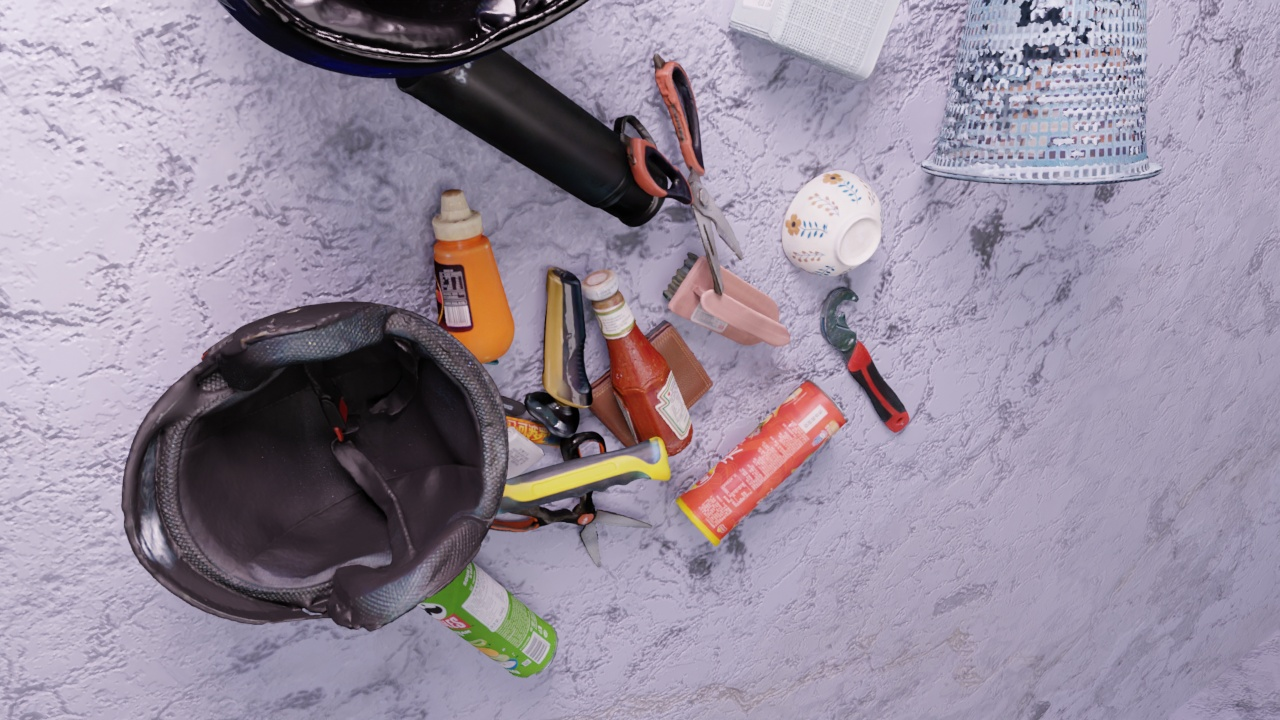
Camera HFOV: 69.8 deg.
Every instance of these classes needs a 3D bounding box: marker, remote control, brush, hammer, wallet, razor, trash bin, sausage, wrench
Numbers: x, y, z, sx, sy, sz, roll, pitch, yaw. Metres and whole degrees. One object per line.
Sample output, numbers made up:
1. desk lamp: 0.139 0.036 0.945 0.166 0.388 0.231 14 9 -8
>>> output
1. marker: -0.159 0.033 0.872 0.123 0.015 0.018 22 110 -41
2. remote control: -0.156 0.116 0.905 0.125 0.024 0.049 -38 133 10
3. brush: 0.094 -0.052 0.936 0.145 0.073 0.063 25 103 -41
4. hammer: -0.130 0.127 0.863 0.323 0.032 0.126 -14 92 -11
5. wallet: 0.007 0.028 0.962 0.124 0.032 0.101 -41 128 -3
6. razor: -0.078 -0.008 0.877 0.067 0.062 0.168 4 115 2
7. trash bin: 0.400 -0.285 0.904 0.226 0.227 0.195 -11 110 -26
8. sausage: -0.133 0.065 0.904 0.165 0.021 0.021 15 109 -37
9. wrench: 0.279 0.010 1.125 0.056 0.016 0.273 -40 130 -3

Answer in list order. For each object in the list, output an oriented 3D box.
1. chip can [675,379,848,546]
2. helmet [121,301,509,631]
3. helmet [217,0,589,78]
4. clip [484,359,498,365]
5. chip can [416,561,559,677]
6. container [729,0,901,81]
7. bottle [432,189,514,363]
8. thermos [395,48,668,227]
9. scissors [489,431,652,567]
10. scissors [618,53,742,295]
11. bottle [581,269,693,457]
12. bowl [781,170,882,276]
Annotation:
1. chip can: 0.141 0.118 1.072 0.216 0.073 0.073 -43 131 -1
2. helmet: -0.239 0.075 0.712 0.274 0.230 0.233 -22 98 -9
3. helmet: -0.119 -0.309 0.526 0.315 0.240 0.247 -28 129 0
4. clip: -0.154 -0.010 0.850 0.055 0.013 0.038 1 117 -34
5. chip can: -0.175 0.258 0.965 0.072 0.072 0.236 -40 131 -4
6. container: 0.149 -0.308 0.800 0.111 0.090 0.090 6 114 -31
7. bottle: -0.149 -0.073 0.785 0.066 0.067 0.150 -17 119 -22
8. thermos: -0.077 -0.198 0.753 0.242 0.069 0.090 25 71 -41
9. scissors: -0.069 0.157 0.988 0.220 0.021 0.229 0 128 -27
10. scissors: 0.043 -0.163 0.821 0.226 0.015 0.189 13 77 -56
11. bottle: -0.005 0.005 0.890 0.059 0.060 0.206 -31 122 -12
12. bowl: 0.211 -0.136 0.962 0.113 0.062 0.114 -14 124 -22
